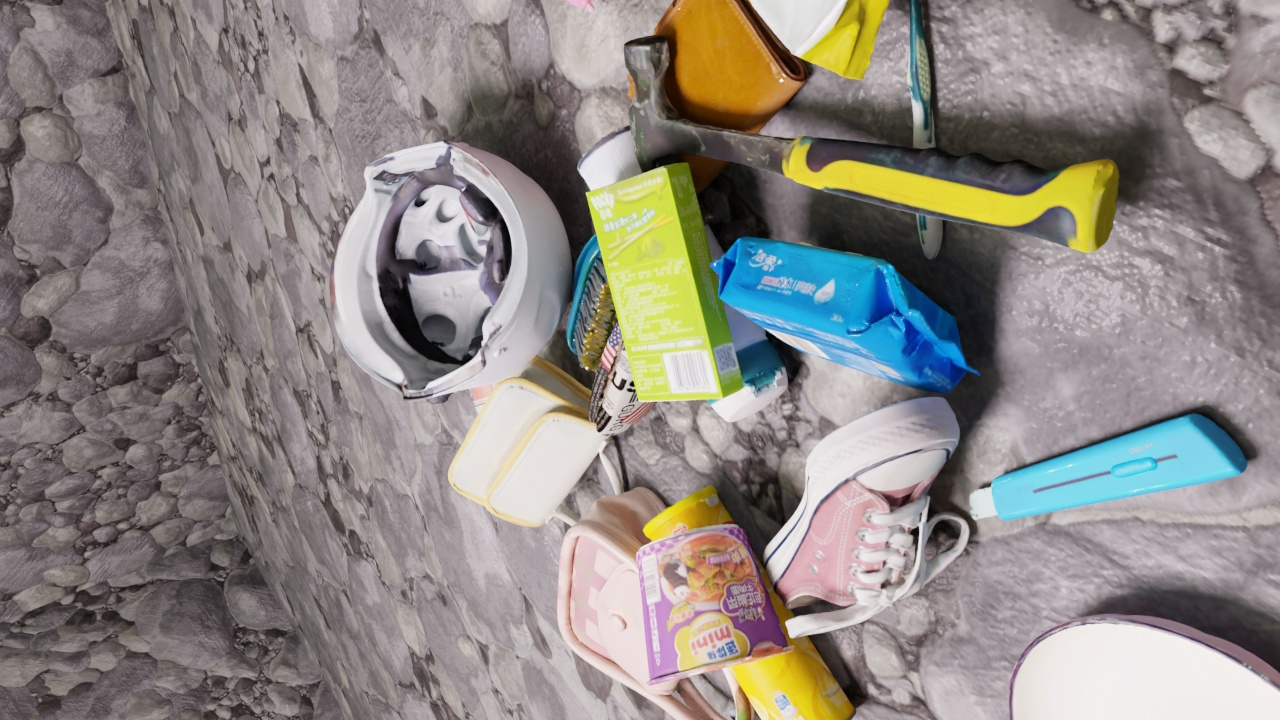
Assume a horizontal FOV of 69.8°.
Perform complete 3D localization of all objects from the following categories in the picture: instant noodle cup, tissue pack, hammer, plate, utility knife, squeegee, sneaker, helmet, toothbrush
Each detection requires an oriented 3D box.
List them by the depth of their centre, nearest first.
[{"bbox_3d":[0.295,0.219,0.490,0.192,0.039,0.193,31,132,42],"label":"plate"},{"bbox_3d":[0.240,0.065,0.500,0.034,0.018,0.166,63,148,7],"label":"utility knife"},{"bbox_3d":[0.151,-0.149,0.506,0.018,0.016,0.192,22,126,60],"label":"toothbrush"},{"bbox_3d":[0.108,-0.112,0.534,0.324,0.031,0.126,24,133,43],"label":"hammer"},{"bbox_3d":[0.122,-0.031,0.548,0.157,0.095,0.052,22,85,48],"label":"tissue pack"},{"bbox_3d":[0.144,0.114,0.586,0.242,0.118,0.087,106,149,-51],"label":"sneaker"},{"bbox_3d":[0.048,0.179,0.678,0.112,0.111,0.099,-45,52,55],"label":"instant noodle cup"},{"bbox_3d":[0.162,0.385,0.777,0.246,0.039,0.247,45,158,40],"label":"squeegee"},{"bbox_3d":[-0.162,-0.081,0.854,0.259,0.145,0.229,-22,79,40],"label":"helmet"}]

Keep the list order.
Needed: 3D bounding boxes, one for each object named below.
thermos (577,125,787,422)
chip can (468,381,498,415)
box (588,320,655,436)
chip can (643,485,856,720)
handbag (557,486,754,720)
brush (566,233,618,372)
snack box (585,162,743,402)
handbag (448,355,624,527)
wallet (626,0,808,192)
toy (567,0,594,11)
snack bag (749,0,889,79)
[{"bbox_3d":[0.033,-0.062,0.678,0.224,0.073,0.073,62,146,9],"label":"thermos"},{"bbox_3d":[-0.156,0.006,0.979,0.071,0.071,0.215,-13,97,57],"label":"chip can"},{"bbox_3d":[0.000,0.009,0.769,0.064,0.074,0.165,27,139,8],"label":"box"},{"bbox_3d":[0.086,0.210,0.752,0.213,0.071,0.072,58,145,15],"label":"chip can"},{"bbox_3d":[0.023,0.253,0.853,0.234,0.093,0.194,41,139,33],"label":"handbag"},{"bbox_3d":[-0.032,-0.058,0.784,0.073,0.055,0.144,61,148,32],"label":"brush"},{"bbox_3d":[0.015,-0.049,0.629,0.086,0.026,0.156,-6,102,48],"label":"snack box"},{"bbox_3d":[-0.086,0.102,0.903,0.178,0.063,0.164,33,121,-4],"label":"handbag"},{"bbox_3d":[0.040,-0.195,0.619,0.119,0.035,0.131,61,146,8],"label":"wallet"},{"bbox_3d":[-0.082,-0.340,0.678,0.195,0.074,0.178,1,120,58],"label":"toy"},{"bbox_3d":[0.081,-0.287,0.470,0.246,0.068,0.158,59,144,20],"label":"snack bag"}]
